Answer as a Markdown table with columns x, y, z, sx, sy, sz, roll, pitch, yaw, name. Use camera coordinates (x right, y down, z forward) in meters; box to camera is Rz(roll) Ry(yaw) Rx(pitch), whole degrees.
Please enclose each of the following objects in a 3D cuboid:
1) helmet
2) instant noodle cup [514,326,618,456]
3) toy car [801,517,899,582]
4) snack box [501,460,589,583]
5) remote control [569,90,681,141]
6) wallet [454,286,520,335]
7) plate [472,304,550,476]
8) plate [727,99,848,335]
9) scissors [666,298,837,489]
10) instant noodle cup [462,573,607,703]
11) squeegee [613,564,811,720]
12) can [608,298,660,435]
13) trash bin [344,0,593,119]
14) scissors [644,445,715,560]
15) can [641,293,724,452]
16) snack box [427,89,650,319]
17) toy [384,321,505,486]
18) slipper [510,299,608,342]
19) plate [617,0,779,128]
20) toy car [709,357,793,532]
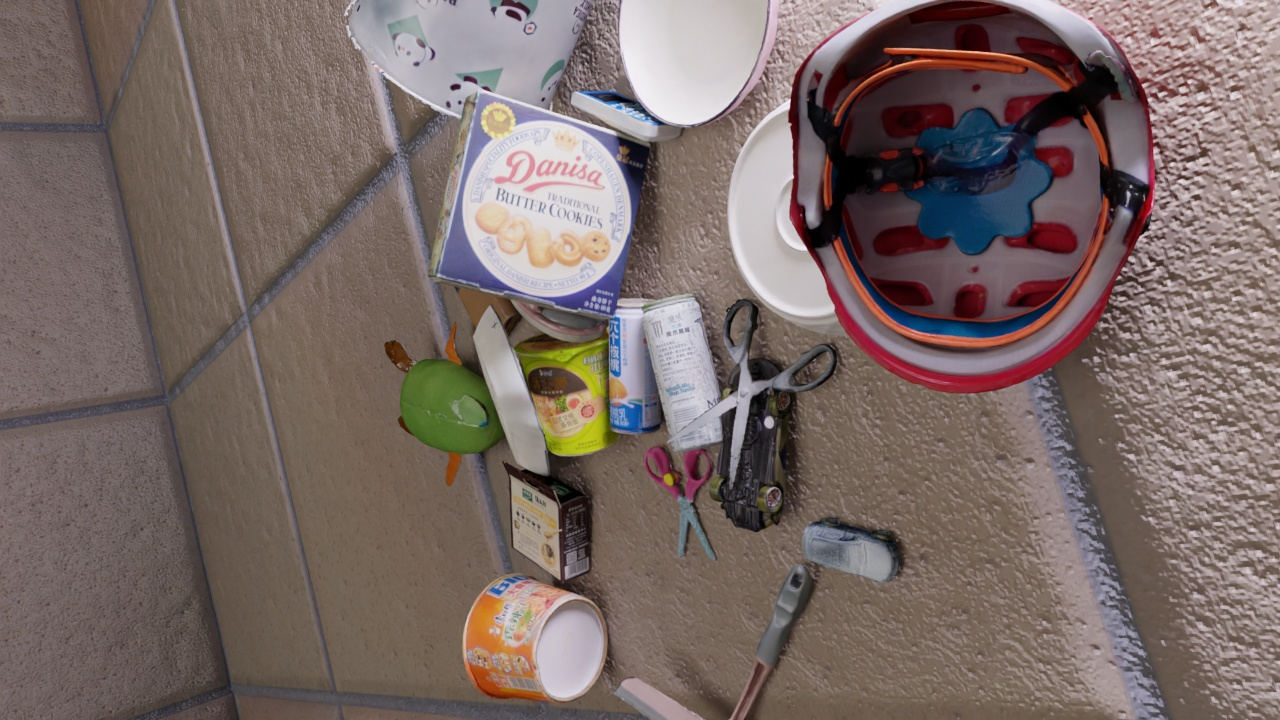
| x | y | z | sx | sy | sz | roll | pitch | yaw | name |
| --- | --- | --- | --- | --- | --- | --- | --- | --- | --- |
| 0.212 | -0.113 | 0.593 | 0.207 | 0.143 | 0.240 | 1 | 109 | 27 | helmet |
| -0.071 | 0.035 | 0.996 | 0.112 | 0.111 | 0.123 | 7 | 112 | 49 | instant noodle cup |
| 0.178 | 0.162 | 0.782 | 0.091 | 0.034 | 0.043 | 6 | 100 | 47 | toy car |
| -0.115 | 0.188 | 1.111 | 0.113 | 0.053 | 0.126 | 20 | 116 | 46 | snack box |
| -0.015 | -0.242 | 0.904 | 0.125 | 0.048 | 0.024 | 36 | 127 | 40 | remote control |
| -0.197 | -0.080 | 1.168 | 0.115 | 0.033 | 0.090 | 61 | 139 | 19 | wallet |
| -0.147 | 0.044 | 1.033 | 0.266 | 0.034 | 0.162 | 100 | 148 | -70 | plate |
| 0.146 | -0.121 | 0.746 | 0.205 | 0.045 | 0.205 | 15 | 110 | 47 | plate |
| 0.091 | 0.024 | 0.817 | 0.179 | 0.014 | 0.159 | -32 | 56 | 21 | scissors |
| -0.118 | 0.334 | 1.088 | 0.112 | 0.151 | 0.151 | -4 | 95 | 42 | instant noodle cup |
| 0.117 | 0.291 | 0.878 | 0.248 | 0.040 | 0.250 | 29 | 115 | 24 | squeegee |
| -0.006 | 0.006 | 0.945 | 0.053 | 0.053 | 0.135 | 13 | 108 | 48 | can |
| -0.135 | -0.395 | 0.891 | 0.229 | 0.229 | 0.253 | 56 | 129 | 25 | trash bin |
| 0.051 | 0.141 | 0.942 | 0.119 | 0.017 | 0.133 | -40 | 73 | 42 | scissors |
| 0.043 | 0.013 | 0.886 | 0.058 | 0.058 | 0.146 | -17 | 85 | 50 | can |
| -0.096 | -0.146 | 0.886 | 0.046 | 0.177 | 0.182 | 12 | 91 | 66 | snack box |
| -0.260 | 0.059 | 1.229 | 0.247 | 0.089 | 0.227 | 15 | 111 | 43 | toy |
| -0.115 | -0.120 | 1.006 | 0.274 | 0.114 | 0.055 | 53 | 138 | 36 | slipper |
| 0.055 | -0.305 | 0.816 | 0.193 | 0.039 | 0.192 | 14 | 108 | 48 | plate |
| 0.106 | 0.077 | 0.837 | 0.070 | 0.042 | 0.158 | 7 | 91 | 47 | toy car |
